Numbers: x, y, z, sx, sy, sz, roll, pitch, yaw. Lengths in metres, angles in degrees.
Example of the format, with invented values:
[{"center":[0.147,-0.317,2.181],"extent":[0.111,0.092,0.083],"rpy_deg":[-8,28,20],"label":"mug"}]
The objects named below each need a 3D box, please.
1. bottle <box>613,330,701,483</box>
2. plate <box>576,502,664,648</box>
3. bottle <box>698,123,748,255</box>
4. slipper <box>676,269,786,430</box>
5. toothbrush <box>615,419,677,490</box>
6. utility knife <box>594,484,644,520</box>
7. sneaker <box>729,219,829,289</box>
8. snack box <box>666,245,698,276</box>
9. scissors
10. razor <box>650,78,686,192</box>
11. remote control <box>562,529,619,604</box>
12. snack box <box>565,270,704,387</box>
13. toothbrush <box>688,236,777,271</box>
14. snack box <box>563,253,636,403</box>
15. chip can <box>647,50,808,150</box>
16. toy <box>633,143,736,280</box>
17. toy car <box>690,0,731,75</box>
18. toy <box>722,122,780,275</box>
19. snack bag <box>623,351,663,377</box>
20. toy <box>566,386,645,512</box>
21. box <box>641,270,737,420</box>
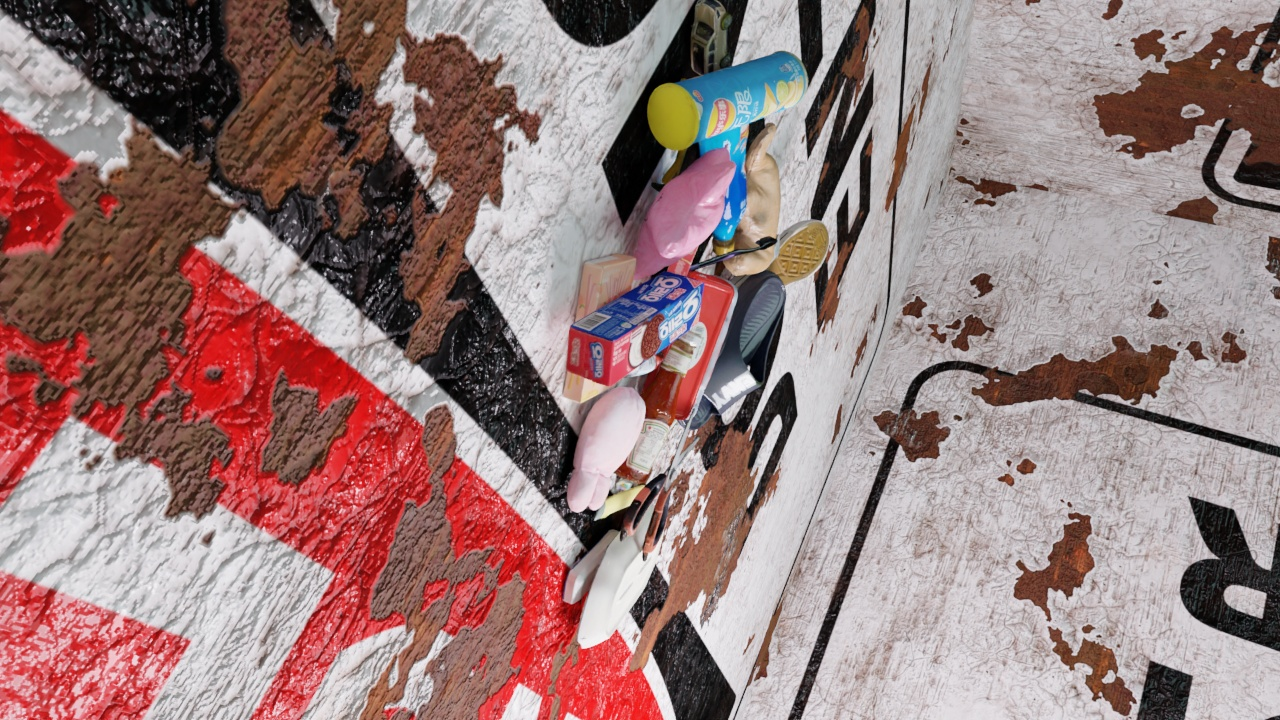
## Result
[{"center":[0.021,0.056,1.179],"extent":[0.206,0.060,0.059],"rpy_deg":[-65,158,0],"label":"bottle"},{"center":[-0.020,0.301,1.289],"extent":[0.265,0.034,0.162],"rpy_deg":[-32,139,-68],"label":"plate"},{"center":[0.106,-0.228,1.189],"extent":[0.065,0.065,0.219],"rpy_deg":[-55,154,-37],"label":"bottle"},{"center":[0.143,-0.010,1.346],"extent":[0.110,0.083,0.268],"rpy_deg":[38,84,-44],"label":"slipper"},{"center":[0.016,0.124,1.307],"extent":[0.020,0.029,0.189],"rpy_deg":[55,39,-11],"label":"toothbrush"},{"center":[-0.020,0.194,1.270],"extent":[0.178,0.019,0.031],"rpy_deg":[0,110,-61],"label":"utility knife"},{"center":[0.196,-0.146,1.447],"extent":[0.240,0.088,0.118],"rpy_deg":[-40,123,-21],"label":"sneaker"},{"center":[0.038,-0.091,1.148],"extent":[0.075,0.025,0.152],"rpy_deg":[118,-7,-81],"label":"snack box"},{"center":[0.029,0.167,1.216],"extent":[0.188,0.015,0.225],"rpy_deg":[6,102,-68],"label":"scissors"},{"center":[0.043,-0.260,1.066],"extent":[0.043,0.028,0.132],"rpy_deg":[-10,113,-62],"label":"razor"},{"center":[-0.063,0.274,1.220],"extent":[0.124,0.024,0.049],"rpy_deg":[-38,144,-58],"label":"remote control"},{"center":[-0.001,-0.041,1.003],"extent":[0.206,0.057,0.058],"rpy_deg":[-36,138,-52],"label":"snack box"},{"center":[0.111,-0.141,1.238],"extent":[0.188,0.016,0.014],"rpy_deg":[-21,150,-28],"label":"toothbrush"},{"center":[-0.045,-0.037,1.020],"extent":[0.084,0.026,0.157],"rpy_deg":[-27,131,-61],"label":"snack box"},{"center":[0.103,-0.299,1.044],"extent":[0.209,0.071,0.071],"rpy_deg":[-30,135,-38],"label":"chip can"},{"center":[0.051,-0.170,1.039],"extent":[0.178,0.074,0.195],"rpy_deg":[-55,-172,-12],"label":"toy"},{"center":[0.078,-0.366,1.041],"extent":[0.035,0.042,0.091],"rpy_deg":[-38,150,-25],"label":"toy car"},{"center":[0.163,-0.232,1.305],"extent":[0.143,0.082,0.226],"rpy_deg":[-60,156,-59],"label":"toy"},{"center":[-0.007,0.007,1.130],"extent":[0.105,0.045,0.026],"rpy_deg":[-15,93,-67],"label":"snack bag"},{"center":[-0.044,0.105,1.098],"extent":[0.159,0.054,0.121],"rpy_deg":[-68,158,2],"label":"toy"},{"center":[0.055,-0.025,1.253],"extent":[0.094,0.100,0.201],"rpy_deg":[15,100,-25],"label":"box"}]
